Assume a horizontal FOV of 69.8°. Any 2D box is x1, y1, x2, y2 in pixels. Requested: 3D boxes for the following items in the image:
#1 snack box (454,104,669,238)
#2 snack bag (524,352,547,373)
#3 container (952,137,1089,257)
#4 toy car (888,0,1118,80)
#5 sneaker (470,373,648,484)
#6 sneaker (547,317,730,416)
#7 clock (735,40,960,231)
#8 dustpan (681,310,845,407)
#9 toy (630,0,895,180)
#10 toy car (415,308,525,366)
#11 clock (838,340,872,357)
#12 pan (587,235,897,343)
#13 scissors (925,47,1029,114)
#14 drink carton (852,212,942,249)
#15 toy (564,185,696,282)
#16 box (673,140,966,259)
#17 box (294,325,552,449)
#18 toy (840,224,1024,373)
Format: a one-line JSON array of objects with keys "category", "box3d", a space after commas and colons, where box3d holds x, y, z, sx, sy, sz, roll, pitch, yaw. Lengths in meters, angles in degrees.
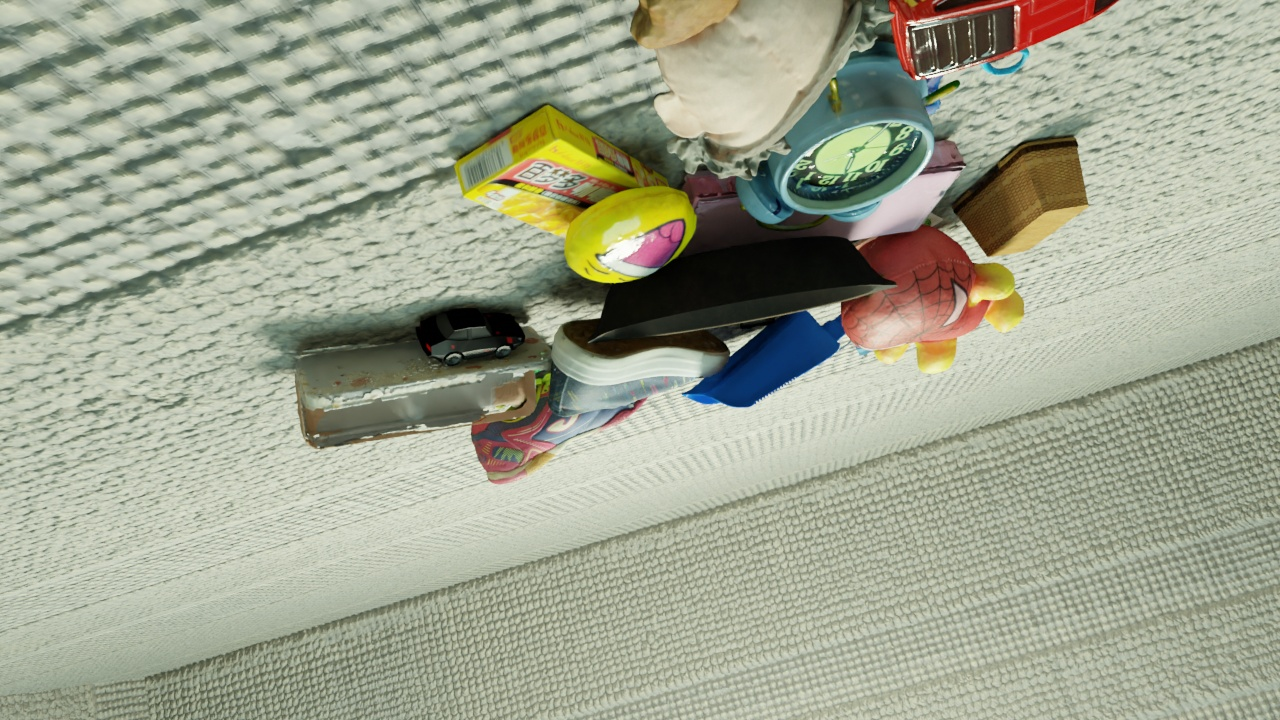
[{"category": "snack box", "box3d": [-0.044, -0.115, 0.605, 0.075, 0.025, 0.152, -24, 162, 25]}, {"category": "snack bag", "box3d": [-0.137, 0.015, 0.933, 0.155, 0.044, 0.087, -18, 170, -9]}, {"category": "container", "box3d": [0.342, -0.141, 0.820, 0.063, 0.061, 0.114, -11, 163, -19]}, {"category": "toy car", "box3d": [0.225, -0.213, 0.483, 0.190, 0.056, 0.081, -23, 160, 15]}, {"category": "sneaker", "box3d": [-0.082, 0.047, 1.025, 0.241, 0.091, 0.116, -30, -168, -40]}, {"category": "sneaker", "box3d": [-0.005, 0.005, 0.868, 0.235, 0.087, 0.079, -6, 128, -52]}, {"category": "clock", "box3d": [0.127, -0.139, 0.608, 0.118, 0.060, 0.162, -5, 156, -17]}, {"category": "dustpan", "box3d": [0.171, -0.025, 0.997, 0.257, 0.059, 0.245, -40, 180, -3]}, {"category": "toy", "box3d": [0.047, -0.160, 0.453, 0.133, 0.076, 0.175, -50, 155, 11]}, {"category": "toy car", "box3d": [-0.144, -0.025, 0.785, 0.091, 0.042, 0.036, -10, 136, -26]}, {"category": "clock", "box3d": [0.277, -0.046, 1.004, 0.123, 0.042, 0.087, -38, -178, 43]}, {"category": "pan", "box3d": [0.087, -0.057, 0.798, 0.249, 0.043, 0.355, -10, 178, 11]}, {"category": "scissors", "box3d": [0.192, -0.192, 0.595, 0.104, 0.015, 0.133, -28, 159, 38]}, {"category": "drink carton", "box3d": [0.228, -0.109, 0.881, 0.122, 0.039, 0.069, -33, 158, 31]}, {"category": "toy", "box3d": [-0.007, -0.085, 0.618, 0.094, 0.041, 0.095, -31, 158, 27]}, {"category": "box", "box3d": [0.135, -0.122, 0.716, 0.232, 0.046, 0.098, -10, 164, -19]}, {"category": "box", "box3d": [-0.193, 0.029, 0.823, 0.216, 0.095, 0.108, -9, 132, -25]}, {"category": "toy", "box3d": [0.264, -0.057, 0.857, 0.216, 0.098, 0.148, 14, 130, -47]}]
